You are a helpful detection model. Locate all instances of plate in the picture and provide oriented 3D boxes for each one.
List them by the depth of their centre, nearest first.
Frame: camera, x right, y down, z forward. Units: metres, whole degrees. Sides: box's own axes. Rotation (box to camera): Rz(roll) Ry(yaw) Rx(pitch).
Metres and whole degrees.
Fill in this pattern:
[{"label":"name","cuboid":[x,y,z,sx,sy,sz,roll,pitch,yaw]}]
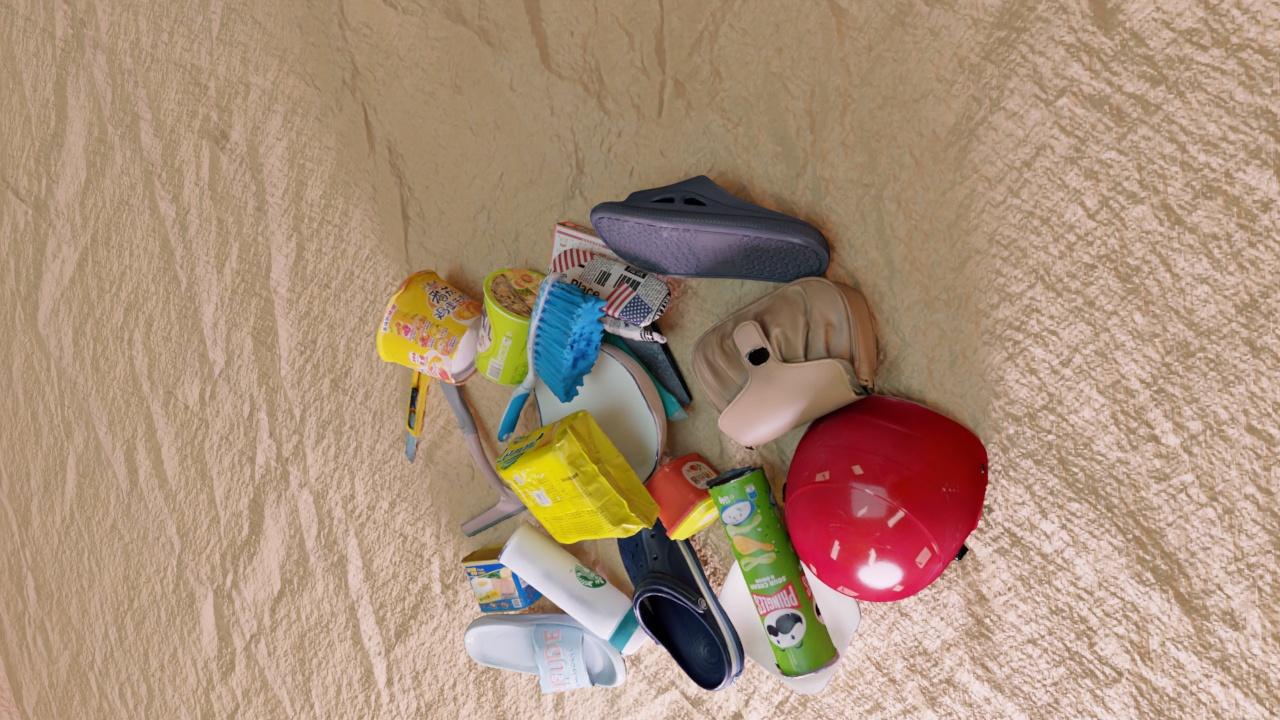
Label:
[{"label":"plate","cuboid":[0.177,0.304,1.108,0.164,0.034,0.164,30,117,21]},{"label":"plate","cuboid":[-0.048,0.066,1.149,0.205,0.045,0.205,21,124,34]}]

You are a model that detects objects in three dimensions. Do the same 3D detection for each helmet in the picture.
[{"label":"helmet","cuboid":[0.242,0.163,0.969,0.207,0.143,0.240,19,114,23]}]

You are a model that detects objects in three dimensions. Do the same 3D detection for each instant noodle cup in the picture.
[{"label":"instant noodle cup","cuboid":[-0.161,-0.037,1.177,0.112,0.111,0.124,37,128,17]},{"label":"instant noodle cup","cuboid":[-0.265,-0.037,1.222,0.110,0.137,0.138,26,116,14]}]

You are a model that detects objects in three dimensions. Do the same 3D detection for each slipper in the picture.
[{"label":"slipper","cuboid":[0.079,-0.147,1.015,0.268,0.083,0.111,9,152,16]},{"label":"slipper","cuboid":[0.031,0.296,1.137,0.105,0.095,0.252,-46,65,33]},{"label":"slipper","cuboid":[-0.139,0.410,1.280,0.246,0.074,0.104,2,112,17]}]

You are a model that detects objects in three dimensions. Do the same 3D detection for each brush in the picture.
[{"label":"brush","cuboid":[-0.118,0.020,1.123,0.109,0.060,0.315,38,135,25]}]

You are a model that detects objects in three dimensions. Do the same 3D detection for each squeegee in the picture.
[{"label":"squeegee","cuboid":[-0.231,0.110,1.295,0.248,0.040,0.249,-30,87,33]}]

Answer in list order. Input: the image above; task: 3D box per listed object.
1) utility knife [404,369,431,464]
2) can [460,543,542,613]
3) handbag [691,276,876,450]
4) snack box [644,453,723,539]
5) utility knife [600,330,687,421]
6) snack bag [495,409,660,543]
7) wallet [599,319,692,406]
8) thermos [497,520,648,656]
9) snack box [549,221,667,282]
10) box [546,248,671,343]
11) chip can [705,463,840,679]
[{"label":"utility knife","cuboid":[-0.330,0.065,1.353,0.033,0.015,0.202,25,115,26]},{"label":"can","cuboid":[-0.198,0.313,1.321,0.102,0.057,0.083,-13,99,33]},{"label":"handbag","cuboid":[0.152,0.001,0.993,0.205,0.099,0.147,-31,71,34]},{"label":"snack box","cuboid":[0.056,0.163,1.110,0.080,0.091,0.082,47,121,19]},{"label":"utility knife","cuboid":[-0.007,0.007,1.126,0.182,0.013,0.029,49,123,12]},{"label":"snack bag","cuboid":[-0.091,0.156,1.139,0.158,0.068,0.247,54,148,-6]},{"label":"wallet","cuboid":[0.002,0.015,1.142,0.097,0.019,0.121,-26,91,35]},{"label":"thermos","cuboid":[-0.082,0.306,1.232,0.224,0.073,0.073,35,119,9]},{"label":"snack box","cuboid":[-0.041,-0.112,1.125,0.156,0.027,0.077,21,114,25]},{"label":"box","cuboid":[-0.036,-0.077,1.088,0.162,0.075,0.086,24,99,26]},{"label":"chip can","cuboid":[0.149,0.237,1.043,0.072,0.072,0.236,-23,88,33]}]
